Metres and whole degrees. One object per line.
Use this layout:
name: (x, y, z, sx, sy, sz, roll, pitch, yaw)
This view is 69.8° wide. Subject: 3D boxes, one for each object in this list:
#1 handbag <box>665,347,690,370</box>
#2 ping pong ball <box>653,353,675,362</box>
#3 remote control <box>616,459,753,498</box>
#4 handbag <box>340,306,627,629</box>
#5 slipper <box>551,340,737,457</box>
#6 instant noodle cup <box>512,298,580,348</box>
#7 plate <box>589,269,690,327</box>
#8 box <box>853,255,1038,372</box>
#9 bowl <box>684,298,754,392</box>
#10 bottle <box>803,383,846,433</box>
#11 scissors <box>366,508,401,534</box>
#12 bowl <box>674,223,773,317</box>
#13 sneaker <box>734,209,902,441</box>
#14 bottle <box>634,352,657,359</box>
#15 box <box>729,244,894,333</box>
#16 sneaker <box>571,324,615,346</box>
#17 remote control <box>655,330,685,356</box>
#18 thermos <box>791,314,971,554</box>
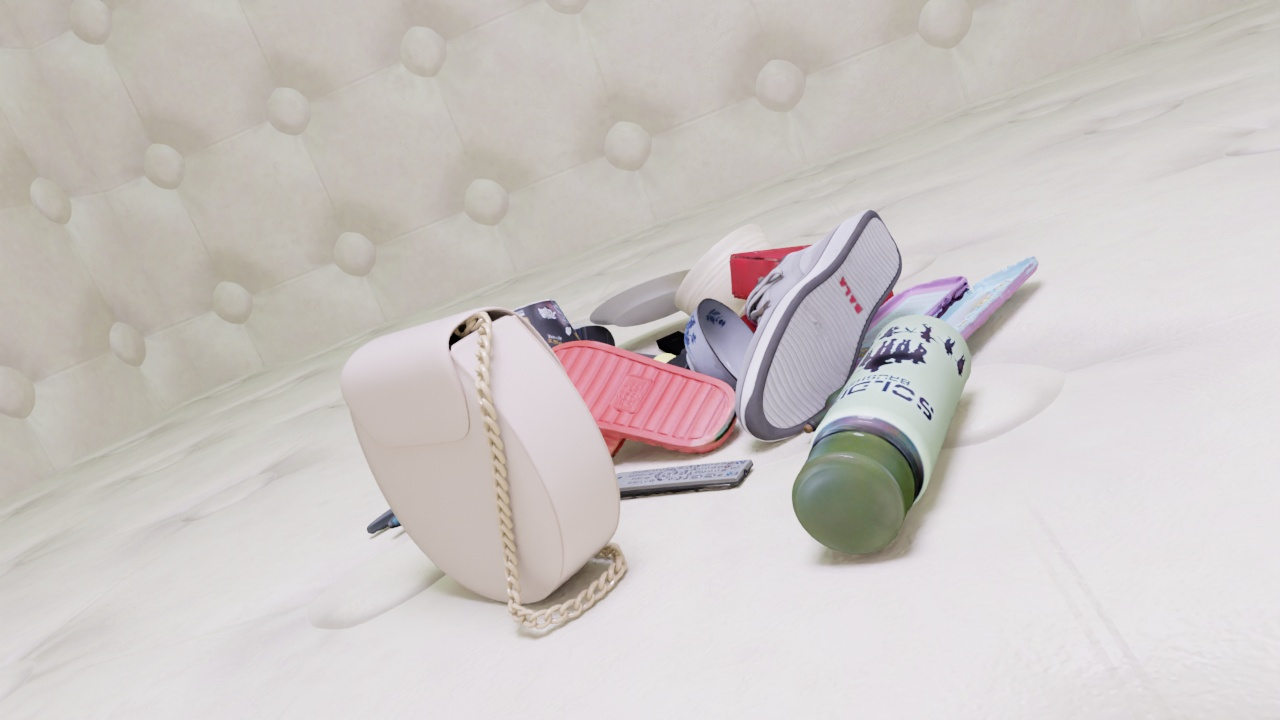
handbag: (0.038, 0.023, 0.951, 0.079, 0.054, 0.128, -21, 15, 19)
ping pong ball: (0.029, 0.012, 1.034, 0.040, 0.040, 0.040, -21, 13, 5)
remote control: (0.027, 0.097, 0.753, 0.137, 0.013, 0.033, -13, 16, 35)
handbag: (-0.120, 0.074, 0.653, 0.211, 0.208, 0.103, -10, 19, 46)
slipper: (-0.015, 0.044, 0.876, 0.249, 0.059, 0.103, 9, 58, 32)
instant noodle cup: (-0.127, -0.002, 1.097, 0.137, 0.112, 0.137, -26, -7, -4)
plate: (0.022, -0.078, 1.253, 0.188, 0.016, 0.189, -19, -11, -4)
box: (0.274, -0.040, 0.866, 0.213, 0.035, 0.151, -33, 10, -41)
bowl: (0.079, -0.001, 0.892, 0.045, 0.114, 0.114, -39, 4, 27)
bottle: (0.171, 0.033, 0.755, 0.105, 0.025, 0.025, -30, 15, -31)
scissors: (-0.218, 0.143, 0.951, 0.123, 0.019, 0.148, -24, 7, 7)
bowl: (0.125, -0.097, 1.188, 0.150, 0.075, 0.151, -39, -16, -13)
sneaker: (0.133, -0.032, 0.832, 0.129, 0.097, 0.262, -13, 34, 49)
bottle: (-0.006, 0.006, 1.044, 0.030, 0.030, 0.112, -16, -9, 23)
box: (0.190, -0.086, 1.034, 0.133, 0.110, 0.158, -21, 12, -20)
sneaker: (-0.159, 0.005, 1.292, 0.239, 0.089, 0.124, -15, 7, -10)
remote control: (0.056, -0.016, 1.164, 0.034, 0.013, 0.150, -24, 14, -10)
thermos: (0.163, 0.044, 0.617, 0.082, 0.082, 0.230, -13, 16, 32)
